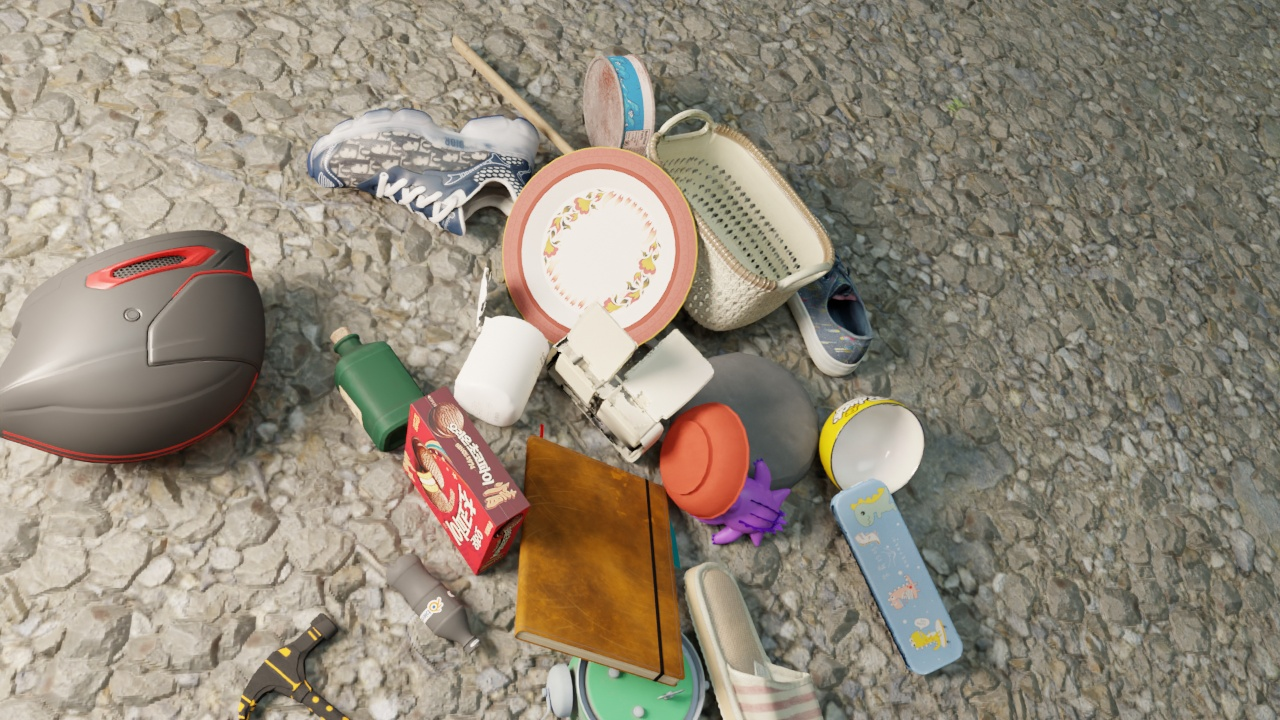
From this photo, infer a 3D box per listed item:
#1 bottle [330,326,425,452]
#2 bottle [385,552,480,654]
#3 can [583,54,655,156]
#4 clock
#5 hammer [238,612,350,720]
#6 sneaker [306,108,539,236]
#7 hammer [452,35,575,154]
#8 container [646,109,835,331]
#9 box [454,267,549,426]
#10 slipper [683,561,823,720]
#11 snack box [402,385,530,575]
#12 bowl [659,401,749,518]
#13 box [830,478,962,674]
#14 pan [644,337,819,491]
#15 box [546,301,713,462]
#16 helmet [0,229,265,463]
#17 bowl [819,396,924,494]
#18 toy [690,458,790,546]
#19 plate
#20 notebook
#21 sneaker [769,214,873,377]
[{"bbox_3d":[-0.271,0.022,0.929,0.061,0.061,0.131,-30,74,-31],"label":"bottle"},{"bbox_3d":[-0.191,0.228,0.855,0.110,0.036,0.036,44,59,9],"label":"bottle"},{"bbox_3d":[-0.028,-0.314,1.147,0.044,0.130,0.130,-10,66,-22],"label":"can"},{"bbox_3d":[-0.021,0.309,0.839,0.161,0.076,0.122,-26,72,-31],"label":"clock"},{"bbox_3d":[-0.203,0.359,0.785,0.320,0.036,0.123,36,59,7],"label":"hammer"},{"bbox_3d":[-0.235,-0.202,1.049,0.269,0.103,0.132,-6,71,-24],"label":"sneaker"},{"bbox_3d":[-0.136,-0.301,1.139,0.030,0.119,0.331,-44,69,-3],"label":"hammer"},{"bbox_3d":[0.096,-0.156,1.079,0.184,0.143,0.246,-20,68,-41],"label":"container"},{"bbox_3d":[-0.153,-0.018,0.978,0.112,0.085,0.162,21,56,3],"label":"box"},{"bbox_3d":[0.120,0.311,0.878,0.115,0.052,0.262,11,49,-52],"label":"slipper"},{"bbox_3d":[-0.167,0.116,0.856,0.035,0.152,0.132,-30,74,-29],"label":"snack box"},{"bbox_3d":[0.058,0.101,0.948,0.035,0.122,0.121,11,57,-37],"label":"bowl"},{"bbox_3d":[0.272,0.227,0.970,0.066,0.049,0.209,-22,82,-21],"label":"box"},{"bbox_3d":[0.056,0.010,1.048,0.357,0.041,0.178,39,58,6],"label":"pan"},{"bbox_3d":[-0.014,0.015,0.944,0.145,0.186,0.095,48,51,3],"label":"box"},{"bbox_3d":[-0.447,0.002,0.826,0.263,0.165,0.170,-27,84,-38],"label":"helmet"},{"bbox_3d":[0.253,0.092,1.038,0.117,0.067,0.117,-4,108,-15],"label":"bowl"},{"bbox_3d":[0.111,0.154,0.970,0.088,0.056,0.106,25,98,-26],"label":"toy"},{"bbox_3d":[-0.046,-0.121,1.022,0.230,0.021,0.230,1,92,18],"label":"plate"},{"bbox_3d":[-0.032,0.180,0.876,0.178,0.014,0.248,24,33,-21],"label":"notebook"},{"bbox_3d":[0.225,-0.099,1.138,0.087,0.079,0.235,-4,64,-20],"label":"sneaker"}]
